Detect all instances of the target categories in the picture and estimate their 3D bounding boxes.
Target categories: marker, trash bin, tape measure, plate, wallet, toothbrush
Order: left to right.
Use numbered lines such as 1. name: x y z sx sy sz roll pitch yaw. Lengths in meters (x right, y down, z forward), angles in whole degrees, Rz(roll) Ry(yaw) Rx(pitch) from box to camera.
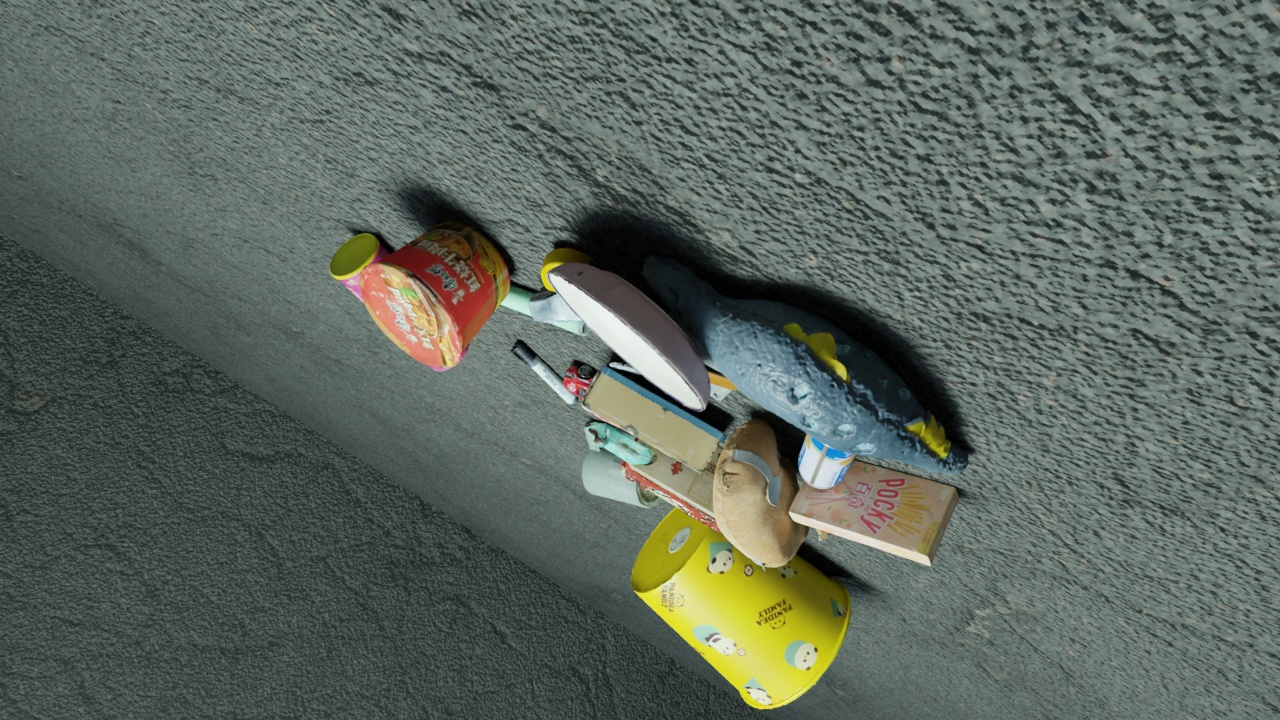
1. toothbrush: -0.153 -0.075 1.056 0.225 0.027 0.026 21 121 22
2. marker: -0.128 0.019 1.239 0.131 0.023 0.018 48 -164 -36
3. tape measure: -0.069 -0.089 0.913 0.060 0.028 0.057 7 150 10
4. plate: -0.004 -0.029 0.851 0.192 0.039 0.192 40 173 6
5. wallet: 0.061 -0.004 0.927 0.106 0.037 0.130 32 159 -3
6. trash bin: 0.139 0.343 1.360 0.255 0.229 0.230 42 157 -12

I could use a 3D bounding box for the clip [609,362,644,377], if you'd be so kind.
1. clip: -0.007 0.007 1.062 0.057 0.029 0.025 27 164 -9

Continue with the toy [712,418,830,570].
1. toy: 0.152 0.170 1.050 0.083 0.143 0.226 5 148 39

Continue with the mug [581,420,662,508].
1. mug: -0.025 0.149 1.332 0.103 0.083 0.124 10 126 39

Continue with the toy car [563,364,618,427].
1. toy car: -0.046 0.048 1.168 0.120 0.045 0.053 30 157 5

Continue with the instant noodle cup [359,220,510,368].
1. instant noodle cup: -0.215 -0.076 0.990 0.138 0.108 0.138 25 142 21

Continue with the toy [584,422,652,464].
1. toy: -0.028 0.100 1.098 0.092 0.030 0.096 27 -176 2

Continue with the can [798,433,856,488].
1. can: 0.194 0.087 0.934 0.053 0.053 0.135 25 158 13

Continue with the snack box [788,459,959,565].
1. snack box: 0.245 0.153 0.972 0.157 0.084 0.026 13 150 36

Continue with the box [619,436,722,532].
1. box: 0.062 0.151 1.189 0.168 0.091 0.077 31 155 -1

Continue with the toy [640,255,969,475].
1. toy: 0.150 0.013 0.798 0.356 0.091 0.138 32 -174 -2

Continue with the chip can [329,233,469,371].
1. chip can: -0.310 -0.071 1.202 0.071 0.071 0.210 13 153 37

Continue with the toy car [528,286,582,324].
1. toy car: -0.085 -0.059 0.975 0.091 0.034 0.043 0 108 50

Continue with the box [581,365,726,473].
1. box: 0.020 0.074 1.095 0.184 0.059 0.090 28 177 0
